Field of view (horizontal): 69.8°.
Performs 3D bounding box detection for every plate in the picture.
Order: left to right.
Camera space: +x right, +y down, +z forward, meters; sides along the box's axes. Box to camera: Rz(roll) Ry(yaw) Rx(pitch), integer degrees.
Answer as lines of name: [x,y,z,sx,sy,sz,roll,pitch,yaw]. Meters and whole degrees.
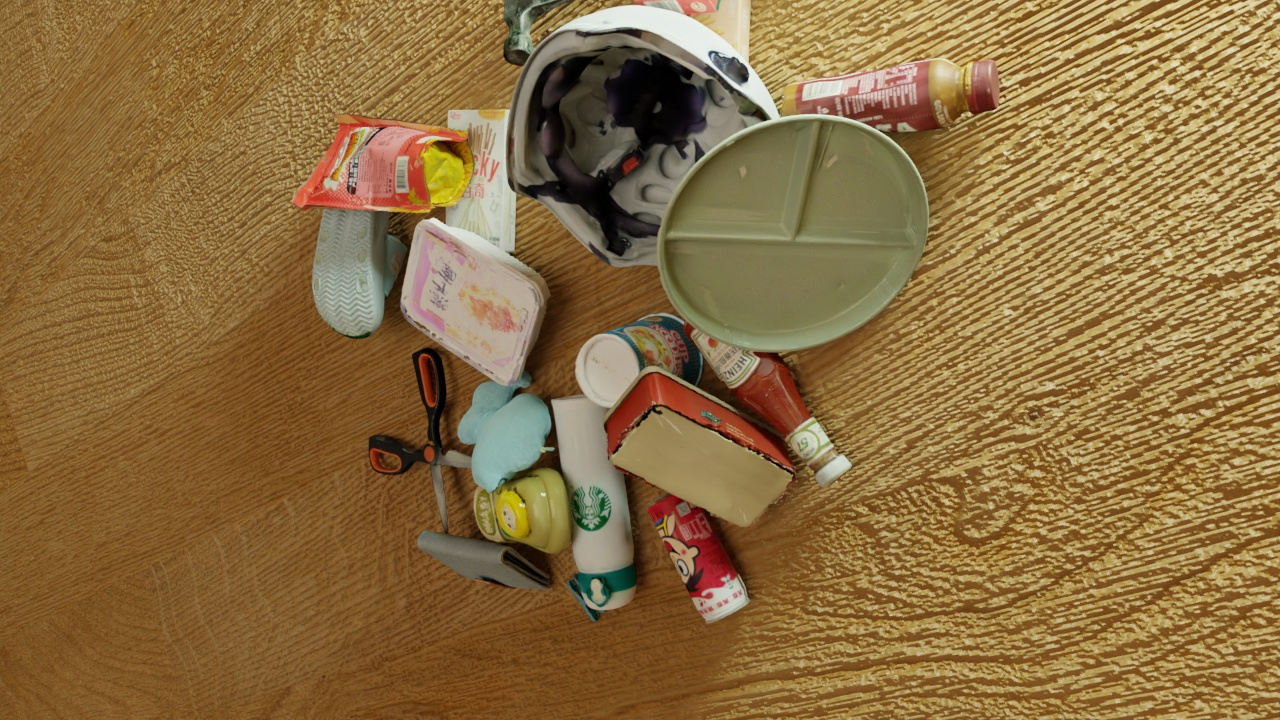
plate: [0.127,-0.104,0.779,0.230,0.027,0.231,-2,129,-3]

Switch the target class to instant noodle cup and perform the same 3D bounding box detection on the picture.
instant noodle cup: [-0.174,-0.069,1.009,0.173,0.060,0.138,33,125,18]
instant noodle cup: [-0.005,0.005,0.904,0.099,0.109,0.099,4,99,30]

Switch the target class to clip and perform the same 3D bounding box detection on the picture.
clip: [-0.061,0.264,1.025,0.057,0.014,0.046,51,119,17]

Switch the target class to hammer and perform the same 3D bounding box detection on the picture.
hammer: [0.007,-0.383,0.880,0.324,0.032,0.126,-8,72,27]

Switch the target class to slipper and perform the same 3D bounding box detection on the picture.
slipper: [-0.332,-0.144,1.105,0.104,0.074,0.245,-4,78,29]
slipper: [-0.139,0.165,0.988,0.191,0.081,0.091,-8,93,60]

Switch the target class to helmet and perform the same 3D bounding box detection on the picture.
helmet: [0.018,-0.207,0.830,0.258,0.145,0.230,25,135,-7]

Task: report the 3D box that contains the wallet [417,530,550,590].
wallet: [-0.178,0.235,1.048,0.130,0.106,0.036,1,57,33]

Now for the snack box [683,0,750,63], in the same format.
snack box: [0.030,-0.303,0.893,0.157,0.026,0.084,5,99,31]

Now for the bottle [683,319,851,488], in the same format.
bottle: [0.120,0.029,0.861,0.060,0.059,0.206,-45,73,27]

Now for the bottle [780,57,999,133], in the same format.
bottle: [0.209,-0.220,0.778,0.175,0.057,0.057,0,96,31]

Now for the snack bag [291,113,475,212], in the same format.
snack bag: [-0.292,-0.219,1.031,0.208,0.073,0.128,10,71,29]

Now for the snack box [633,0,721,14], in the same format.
snack box: [0.052,-0.385,0.821,0.077,0.027,0.155,11,80,32]

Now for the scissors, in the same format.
scissors: [-0.253,0.095,1.101,0.231,0.021,0.221,5,94,39]

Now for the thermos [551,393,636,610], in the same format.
thermos: [-0.047,0.147,0.966,0.073,0.073,0.224,-6,92,31]

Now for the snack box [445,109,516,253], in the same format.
snack box: [-0.179,-0.201,1.031,0.085,0.026,0.157,8,101,30]

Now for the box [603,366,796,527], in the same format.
box: [0.054,0.088,0.844,0.168,0.077,0.091,28,117,-22]

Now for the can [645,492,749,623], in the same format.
can: [0.057,0.192,0.922,0.053,0.053,0.132,-33,79,30]

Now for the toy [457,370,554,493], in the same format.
toy: [-0.145,0.073,0.988,0.157,0.161,0.050,-4,139,41]
